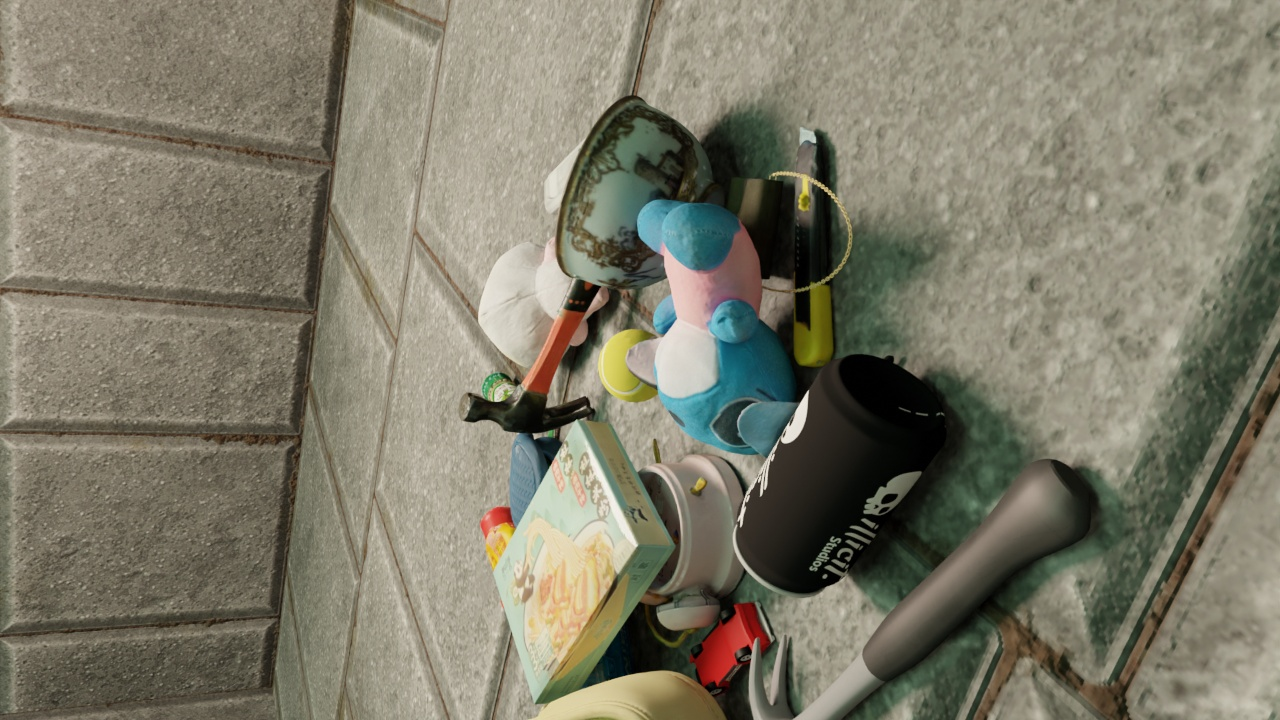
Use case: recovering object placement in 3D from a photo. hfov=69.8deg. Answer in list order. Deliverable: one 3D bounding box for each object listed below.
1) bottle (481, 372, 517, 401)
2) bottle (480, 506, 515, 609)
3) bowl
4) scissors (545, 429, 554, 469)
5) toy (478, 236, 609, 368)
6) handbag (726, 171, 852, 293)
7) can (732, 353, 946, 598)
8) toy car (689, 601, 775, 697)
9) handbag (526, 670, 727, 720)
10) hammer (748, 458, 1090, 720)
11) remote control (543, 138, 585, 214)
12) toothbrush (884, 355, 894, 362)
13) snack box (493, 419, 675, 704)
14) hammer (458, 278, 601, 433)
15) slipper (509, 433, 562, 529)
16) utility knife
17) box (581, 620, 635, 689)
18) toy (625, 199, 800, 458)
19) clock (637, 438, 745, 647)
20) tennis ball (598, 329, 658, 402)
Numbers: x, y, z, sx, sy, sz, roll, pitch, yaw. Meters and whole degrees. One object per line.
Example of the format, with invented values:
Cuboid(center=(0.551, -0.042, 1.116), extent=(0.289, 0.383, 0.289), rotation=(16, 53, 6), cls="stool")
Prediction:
Cuboid(center=(-0.162, 0.050, 1.137), extent=(0.110, 0.042, 0.043), rotation=(35, 118, 58), cls="bottle")
Cuboid(center=(-0.154, 0.232, 1.093), extent=(0.134, 0.048, 0.072), rotation=(58, 136, 47), cls="bottle")
Cuboid(center=(0.011, -0.123, 0.747), extent=(0.094, 0.159, 0.160), rotation=(24, 115, 17), cls="bowl")
Cuboid(center=(-0.107, 0.138, 1.053), extent=(0.127, 0.011, 0.123), rotation=(-43, 51, 54), cls="scissors")
Cuboid(center=(-0.101, -0.066, 0.985), extent=(0.180, 0.101, 0.139), rotation=(-17, 84, 43), cls="toy")
Cuboid(center=(0.099, -0.088, 0.638), extent=(0.178, 0.027, 0.084), rotation=(-142, 56, -69), cls="handbag")
Cuboid(center=(0.117, 0.072, 0.561), extent=(0.146, 0.080, 0.080), rotation=(-66, 34, 34), cls="can")
Cuboid(center=(0.067, 0.222, 0.701), extent=(0.090, 0.025, 0.038), rotation=(-62, 37, 39), cls="toy car")
Cuboid(center=(-0.005, 0.358, 0.706), extent=(0.191, 0.088, 0.233), rotation=(-13, 89, 40), cls="handbag")
Cuboid(center=(0.151, 0.165, 0.545), extent=(0.312, 0.029, 0.125), rotation=(-62, 37, 37), cls="hammer")
Cuboid(center=(-0.078, -0.207, 1.025), extent=(0.134, 0.022, 0.050), rotation=(-25, 65, 59), cls="remote control")
Cuboid(center=(0.125, 0.070, 0.620), extent=(0.017, 0.014, 0.188), rotation=(-111, 36, -51), cls="toothbrush")
Cuboid(center=(-0.054, 0.168, 0.767), extent=(0.194, 0.044, 0.141), rotation=(-61, 38, 27), cls="snack box")
Cuboid(center=(-0.057, -0.064, 0.891), extent=(0.334, 0.133, 0.033), rotation=(-62, 33, 24), cls="hammer")
Cuboid(center=(-0.111, 0.129, 0.983), extent=(0.214, 0.059, 0.104), rotation=(-168, 82, -79), cls="slipper")
Cuboid(center=(0.119, -0.082, 0.644), extent=(0.029, 0.020, 0.174), rotation=(-14, 74, 60), cls="utility knife")
Cuboid(center=(-0.039, 0.252, 0.881), extent=(0.176, 0.060, 0.243), rotation=(95, 166, -64), cls="box")
Cuboid(center=(0.046, -0.025, 0.659), extent=(0.224, 0.098, 0.191), rotation=(-149, 41, -66), cls="toy")
Cuboid(center=(0.030, 0.152, 0.742), extent=(0.117, 0.058, 0.158), rotation=(26, 110, 60), cls="clock")
Cuboid(center=(-0.005, 0.005, 0.817), extent=(0.065, 0.065, 0.065), rotation=(-12, 76, 61), cls="tennis ball")
